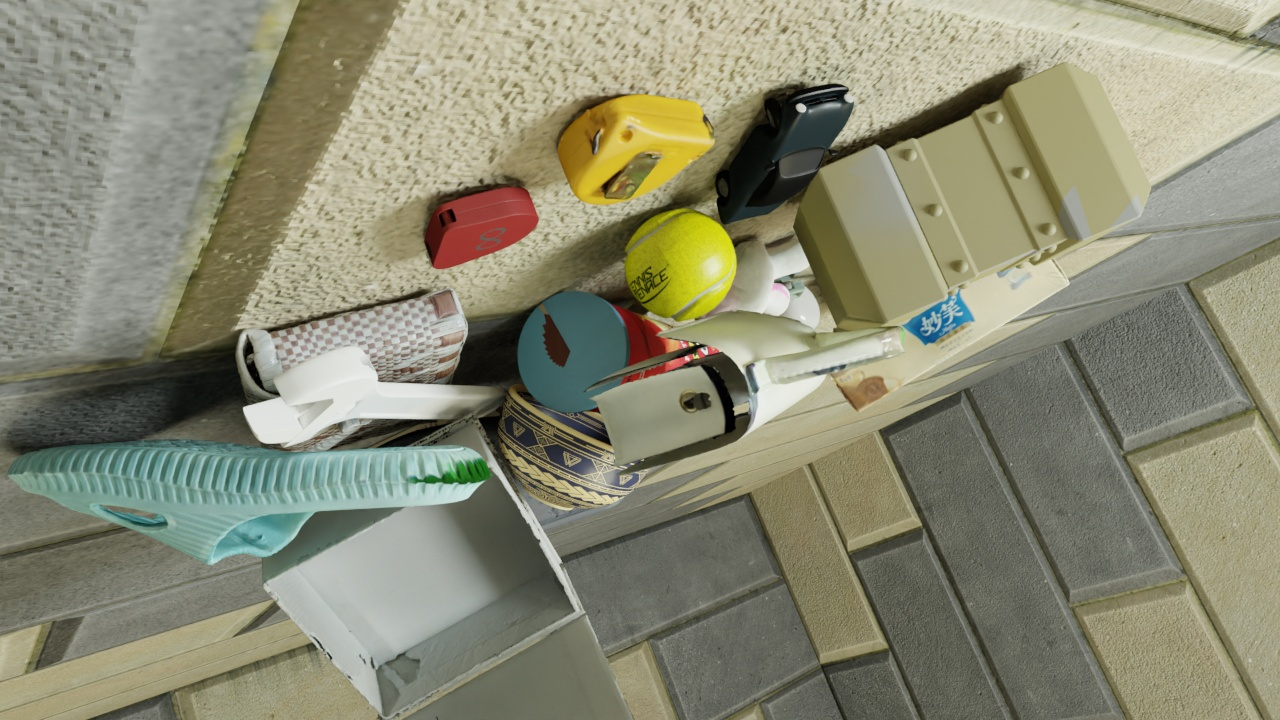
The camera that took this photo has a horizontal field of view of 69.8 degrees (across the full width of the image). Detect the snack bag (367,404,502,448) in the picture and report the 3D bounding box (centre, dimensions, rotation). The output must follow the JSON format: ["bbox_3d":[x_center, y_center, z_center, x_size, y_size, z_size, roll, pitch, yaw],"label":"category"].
[{"bbox_3d":[-0.172,0.106,0.807,0.206,0.094,0.070,-24,167,10],"label":"snack bag"}]

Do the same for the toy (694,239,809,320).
[{"bbox_3d":[0.077,-0.053,0.670,0.125,0.037,0.076,-21,138,-42],"label":"toy"}]

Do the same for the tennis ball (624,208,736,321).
[{"bbox_3d":[0.023,-0.057,0.546,0.065,0.065,0.065,-21,167,-5],"label":"tennis ball"}]

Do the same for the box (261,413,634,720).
[{"bbox_3d":[-0.058,0.313,0.634,0.167,0.528,0.234,-29,171,-6],"label":"box"}]

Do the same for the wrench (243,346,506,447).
[{"bbox_3d":[-0.134,0.024,0.537,0.066,0.018,0.273,-32,171,8],"label":"wrench"}]

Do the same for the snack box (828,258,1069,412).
[{"bbox_3d":[0.272,-0.048,0.840,0.208,0.055,0.153,-36,-175,23],"label":"snack box"}]

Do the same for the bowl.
[{"bbox_3d":[-0.052,0.068,0.642,0.061,0.112,0.112,-64,159,4],"label":"bowl"}]

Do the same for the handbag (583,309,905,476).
[{"bbox_3d":[0.071,0.001,0.551,0.176,0.074,0.151,-19,180,32],"label":"handbag"}]

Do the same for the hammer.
[{"bbox_3d":[0.213,-0.087,0.696,0.190,0.100,0.325,-23,174,4],"label":"hammer"}]

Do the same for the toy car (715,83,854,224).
[{"bbox_3d":[0.076,-0.108,0.497,0.046,0.034,0.112,-17,165,-22],"label":"toy car"}]

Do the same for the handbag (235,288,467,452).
[{"bbox_3d":[-0.177,0.020,0.572,0.124,0.047,0.186,-18,166,-23],"label":"handbag"}]

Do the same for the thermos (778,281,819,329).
[{"bbox_3d":[0.071,-0.003,0.857,0.052,0.052,0.225,-8,160,-47],"label":"thermos"}]

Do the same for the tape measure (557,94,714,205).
[{"bbox_3d":[-0.008,-0.095,0.425,0.068,0.030,0.059,-7,158,-45],"label":"tape measure"}]

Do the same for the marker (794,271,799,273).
[{"bbox_3d":[0.072,-0.068,0.698,0.141,0.013,0.013,-10,162,-40],"label":"marker"}]

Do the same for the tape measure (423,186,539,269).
[{"bbox_3d":[-0.078,-0.066,0.451,0.051,0.019,0.059,-19,173,-23],"label":"tape measure"}]

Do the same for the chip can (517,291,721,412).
[{"bbox_3d":[-0.004,0.004,0.699,0.087,0.087,0.213,-27,165,19],"label":"chip can"}]

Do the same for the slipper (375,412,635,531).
[{"bbox_3d":[-0.121,0.084,0.718,0.267,0.111,0.083,-9,-156,-33],"label":"slipper"}]

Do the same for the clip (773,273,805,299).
[{"bbox_3d":[0.096,-0.054,0.752,0.076,0.043,0.023,-19,165,-10],"label":"clip"}]

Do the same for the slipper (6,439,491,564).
[{"bbox_3d":[-0.217,0.078,0.504,0.276,0.069,0.116,-1,174,10],"label":"slipper"}]
